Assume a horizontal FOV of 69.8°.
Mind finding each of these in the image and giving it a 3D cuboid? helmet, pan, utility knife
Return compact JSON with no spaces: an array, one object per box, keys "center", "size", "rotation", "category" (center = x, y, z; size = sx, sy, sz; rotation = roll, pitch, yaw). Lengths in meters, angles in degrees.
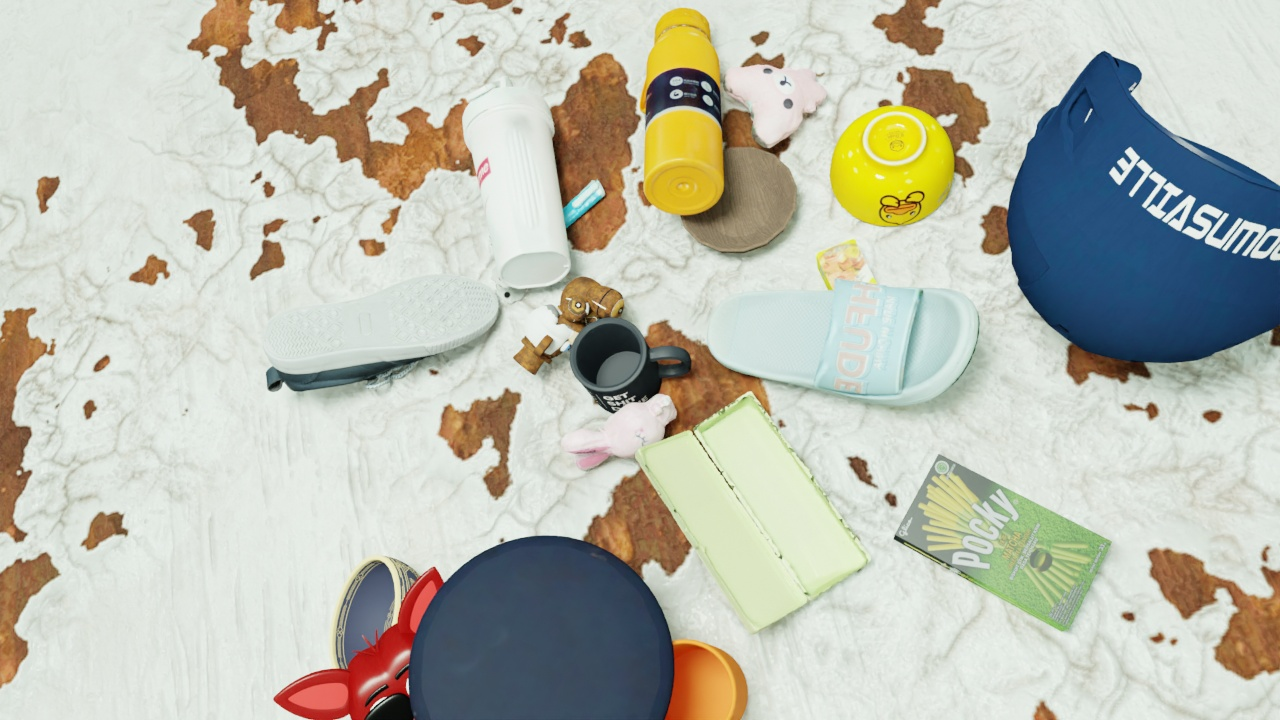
[{"center":[0.413,-0.116,0.736],"size":[0.232,0.224,0.271],"rotation":[26,48,9],"category":"helmet"},{"center":[-0.101,0.291,0.651],"size":[0.199,0.021,0.355],"rotation":[19,63,8],"category":"pan"},{"center":[-0.087,-0.144,0.959],"size":[0.123,0.015,0.022],"rotation":[-41,63,-1],"category":"utility knife"}]

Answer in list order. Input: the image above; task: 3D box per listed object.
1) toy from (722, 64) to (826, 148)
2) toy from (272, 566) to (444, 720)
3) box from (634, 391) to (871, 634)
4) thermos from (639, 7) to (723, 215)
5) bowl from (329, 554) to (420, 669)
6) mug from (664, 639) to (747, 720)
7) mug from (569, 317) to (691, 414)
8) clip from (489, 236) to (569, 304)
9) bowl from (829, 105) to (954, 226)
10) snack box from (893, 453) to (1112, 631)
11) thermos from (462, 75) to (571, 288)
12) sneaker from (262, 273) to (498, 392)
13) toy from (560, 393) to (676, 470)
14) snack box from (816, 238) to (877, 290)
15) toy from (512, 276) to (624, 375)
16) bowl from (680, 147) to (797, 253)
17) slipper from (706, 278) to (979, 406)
[{"center":[0.142,-0.268,0.932],"size":[0.095,0.053,0.099],"rotation":[-22,70,-9],"category":"toy"},{"center":[-0.164,0.288,0.731],"size":[0.158,0.120,0.197],"rotation":[-39,106,-11],"category":"toy"},{"center":[0.096,0.130,0.803],"size":[0.140,0.047,0.187],"rotation":[-26,66,-23],"category":"box"},{"center":[0.035,-0.255,0.919],"size":[0.091,0.076,0.232],"rotation":[-9,56,16],"category":"thermos"},{"center":[-0.222,0.236,0.822],"size":[0.113,0.061,0.112],"rotation":[-24,55,39],"category":"bowl"},{"center":[0.031,0.279,0.737],"size":[0.112,0.096,0.077],"rotation":[-46,68,-6],"category":"mug"},{"center":[-0.005,0.005,0.853],"size":[0.105,0.077,0.071],"rotation":[-6,69,10],"category":"mug"},{"center":[-0.128,-0.087,0.943],"size":[0.101,0.040,0.054],"rotation":[33,67,16],"category":"clip"},{"center":[0.240,-0.194,0.874],"size":[0.117,0.067,0.117],"rotation":[-4,70,11],"category":"bowl"},{"center":[0.297,0.149,0.762],"size":[0.147,0.025,0.080],"rotation":[28,79,20],"category":"snack box"},{"center":[-0.124,-0.185,0.930],"size":[0.099,0.099,0.220],"rotation":[-16,65,6],"category":"thermos"},{"center":[-0.257,-0.019,0.918],"size":[0.235,0.088,0.089],"rotation":[-12,58,-16],"category":"sneaker"},{"center":[-0.017,0.069,0.841],"size":[0.110,0.063,0.047],"rotation":[-23,69,7],"category":"toy"},{"center":[0.209,-0.041,0.847],"size":[0.040,0.029,0.148],"rotation":[-23,67,5],"category":"snack box"},{"center":[-0.071,-0.033,0.881],"size":[0.067,0.087,0.112],"rotation":[39,90,-1],"category":"toy"},{"center":[0.097,-0.154,0.912],"size":[0.118,0.030,0.117],"rotation":[-4,69,12],"category":"bowl"},{"center":[0.165,-0.021,0.801],"size":[0.246,0.074,0.104],"rotation":[5,82,31],"category":"slipper"}]
